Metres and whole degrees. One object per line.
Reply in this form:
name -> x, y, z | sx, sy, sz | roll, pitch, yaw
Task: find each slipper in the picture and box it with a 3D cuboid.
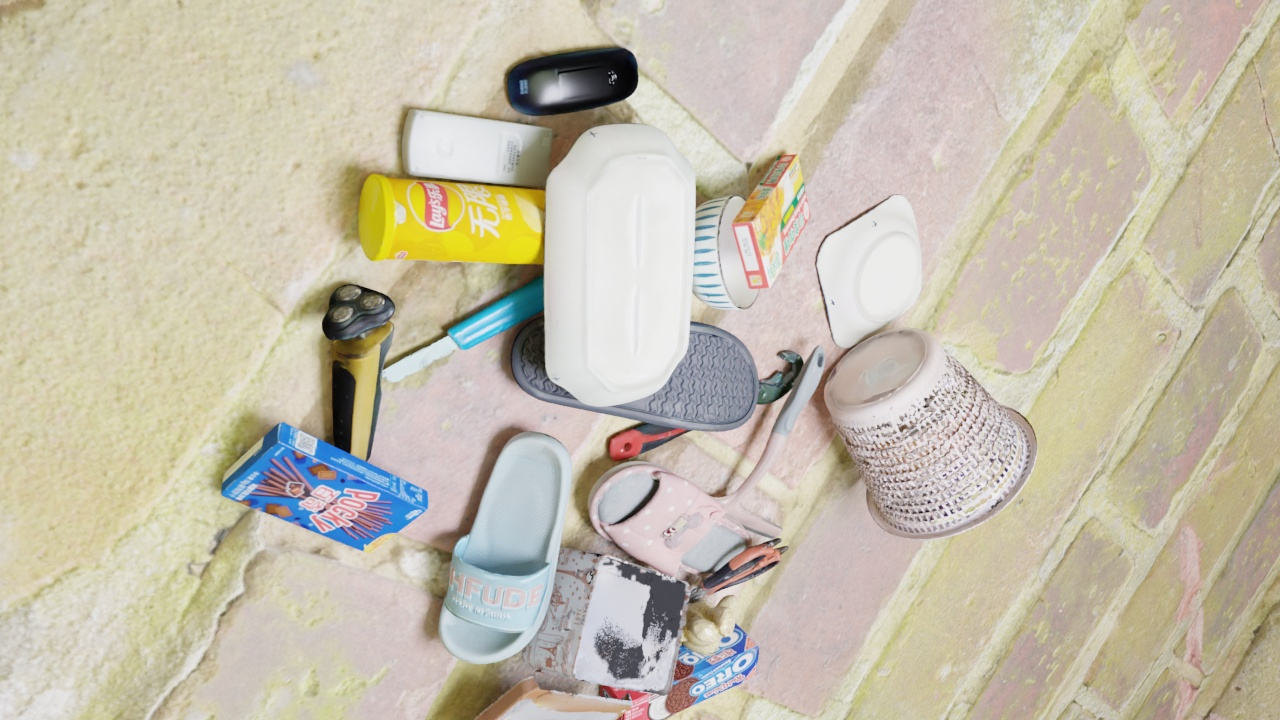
slipper -> 0.044, 0.195, 1.046 | 0.114, 0.054, 0.274 | -44, 133, 8
slipper -> -0.006, 0.006, 0.949 | 0.268, 0.083, 0.110 | 9, 93, -18
slipper -> -0.133, 0.190, 0.906 | 0.074, 0.104, 0.245 | -13, 121, -79

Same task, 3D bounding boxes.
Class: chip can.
chip can -> -0.134, -0.120, 0.809 | 0.213, 0.072, 0.072 | -2, 110, -34

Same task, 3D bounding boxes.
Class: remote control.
remote control -> -0.142, -0.186, 0.808 | 0.135, 0.019, 0.056 | -2, 110, -33
remote control -> -0.056, -0.254, 0.836 | 0.136, 0.024, 0.053 | -19, 117, -27

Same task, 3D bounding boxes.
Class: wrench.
wrench -> 0.081, 0.056, 1.056 | 0.272, 0.016, 0.056 | -23, 123, -25

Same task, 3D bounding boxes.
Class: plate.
plate -> -0.010, -0.080, 0.839 | 0.161, 0.034, 0.266 | -8, 111, -31
plate -> 0.294, -0.104, 1.124 | 0.164, 0.034, 0.164 | -33, 123, -20

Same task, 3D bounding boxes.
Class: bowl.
bowl -> 0.075, -0.108, 0.942 | 0.116, 0.066, 0.116 | 5, 85, -60

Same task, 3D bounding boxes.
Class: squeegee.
squeegee -> 0.156, 0.094, 1.090 | 0.247, 0.040, 0.250 | 25, 100, -37

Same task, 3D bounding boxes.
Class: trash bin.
trash bin -> 0.336, 0.075, 1.127 | 0.227, 0.228, 0.192 | -45, 114, -11

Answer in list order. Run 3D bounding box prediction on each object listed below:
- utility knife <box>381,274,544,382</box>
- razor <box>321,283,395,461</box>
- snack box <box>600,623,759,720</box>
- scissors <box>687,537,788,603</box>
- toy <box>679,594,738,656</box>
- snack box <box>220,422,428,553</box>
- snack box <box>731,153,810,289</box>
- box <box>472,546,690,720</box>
utility knife -> -0.146, -0.035, 0.866 | 0.215, 0.018, 0.034 | -31, 124, -22
razor -> -0.250, 0.018, 0.799 | 0.067, 0.062, 0.168 | -30, 135, -59
snack box -> 0.052, 0.394, 1.147 | 0.207, 0.058, 0.057 | -13, 118, -30
scissors -> 0.078, 0.270, 1.104 | 0.205, 0.015, 0.197 | -1, 141, -41
toy -> 0.078, 0.318, 1.089 | 0.105, 0.066, 0.157 | -30, 166, -14
snack box -> -0.276, 0.117, 0.813 | 0.085, 0.026, 0.157 | -37, 131, 22
snack box -> 0.139, -0.148, 0.959 | 0.155, 0.027, 0.077 | -56, 137, -45
box -> -0.064, 0.335, 0.992 | 0.178, 0.125, 0.274 | 31, 90, -47
